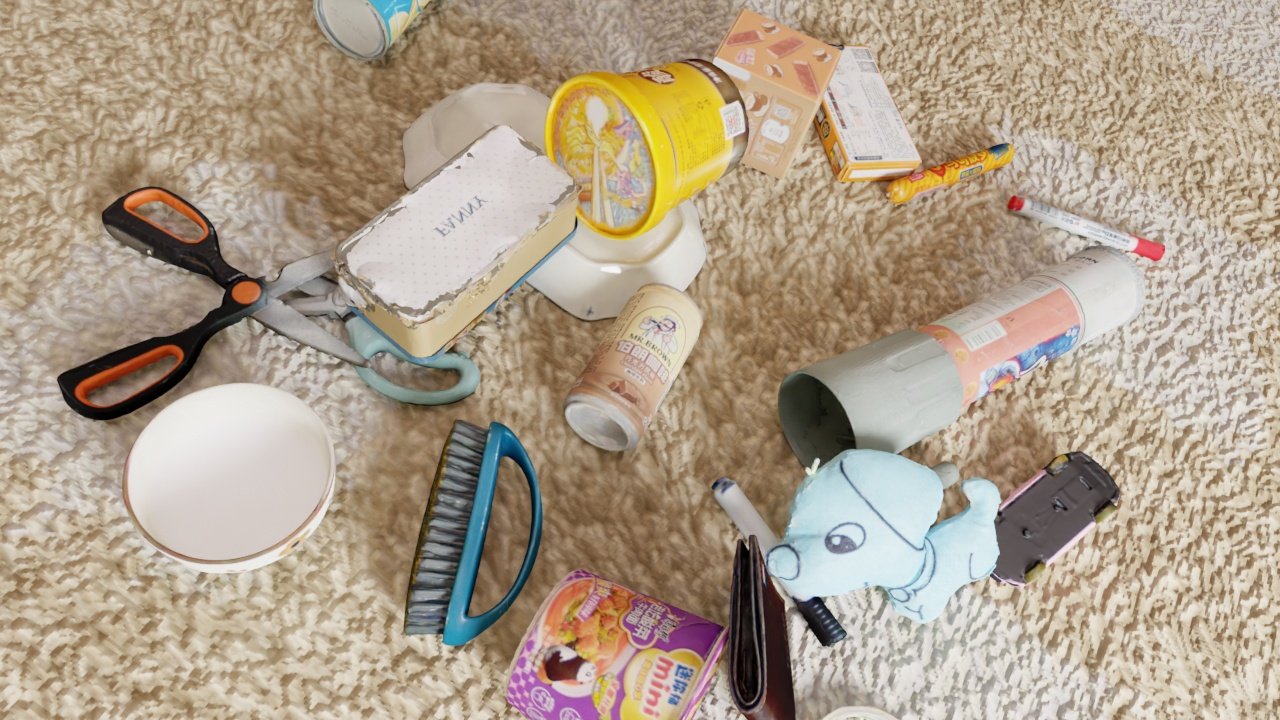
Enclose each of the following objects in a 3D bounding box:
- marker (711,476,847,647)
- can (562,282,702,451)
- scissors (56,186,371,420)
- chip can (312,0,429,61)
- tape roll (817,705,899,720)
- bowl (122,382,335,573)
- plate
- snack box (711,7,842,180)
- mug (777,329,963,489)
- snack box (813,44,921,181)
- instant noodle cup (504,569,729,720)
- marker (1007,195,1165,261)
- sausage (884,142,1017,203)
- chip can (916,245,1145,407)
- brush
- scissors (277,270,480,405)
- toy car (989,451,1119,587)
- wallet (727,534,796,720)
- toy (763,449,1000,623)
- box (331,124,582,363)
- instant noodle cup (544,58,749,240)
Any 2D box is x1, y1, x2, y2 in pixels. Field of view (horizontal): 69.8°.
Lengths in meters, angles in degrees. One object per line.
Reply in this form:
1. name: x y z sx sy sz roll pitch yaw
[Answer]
1. marker: 0.090 0.132 0.611 0.130 0.018 0.022 53 27 18
2. can: -0.004 0.004 0.644 0.058 0.059 0.116 28 58 5
3. scissors: -0.289 -0.044 0.629 0.233 0.022 0.221 -37 72 -25
4. chip can: -0.202 -0.355 0.811 0.071 0.071 0.209 24 58 2
5. tape roll: 0.135 0.253 0.551 0.085 0.014 0.085 5 59 -9
6. bowl: -0.239 0.076 0.547 0.113 0.062 0.113 6 58 -10
7. plate: -0.067 -0.141 0.732 0.266 0.034 0.161 38 59 11
8. snack box: 0.105 -0.228 0.788 0.094 0.093 0.076 25 57 3
9. mug: 0.170 0.049 0.652 0.103 0.084 0.124 -21 93 -24
10. snack box: 0.198 -0.232 0.851 0.075 0.026 0.153 -5 61 -16
11. instant noodle cup: -0.015 0.176 0.514 0.099 0.112 0.111 26 57 13
12. marker: 0.405 -0.121 0.835 0.145 0.017 0.017 19 57 -1
13. sausage: 0.285 -0.171 0.836 0.164 0.021 0.021 -22 66 -24
14. chip can: 0.297 -0.025 0.721 0.214 0.071 0.071 -22 66 -24
15. brush: -0.098 0.104 0.565 0.073 0.055 0.143 11 57 -4
16. scissors: -0.174 -0.047 0.662 0.177 0.019 0.171 28 59 9
17. toy car: 0.288 0.113 0.658 0.122 0.037 0.056 -34 68 -14
18. wallet: 0.073 0.167 0.531 0.020 0.122 0.096 -6 57 16
19. toy: 0.159 0.111 0.593 0.161 0.050 0.156 -34 108 -7
20. box: -0.118 -0.087 0.637 0.090 0.062 0.183 40 61 12
21. instant noodle cup: 0.010 -0.163 0.677 0.114 0.119 0.118 -30 70 -35
